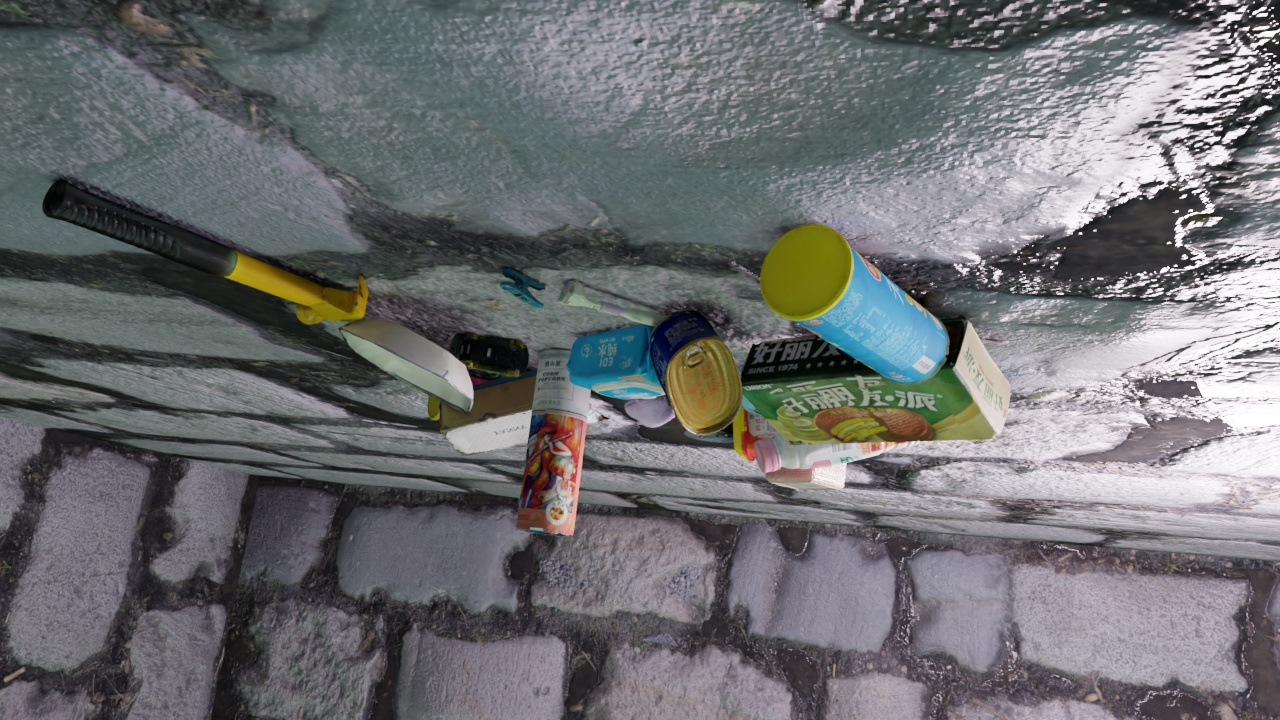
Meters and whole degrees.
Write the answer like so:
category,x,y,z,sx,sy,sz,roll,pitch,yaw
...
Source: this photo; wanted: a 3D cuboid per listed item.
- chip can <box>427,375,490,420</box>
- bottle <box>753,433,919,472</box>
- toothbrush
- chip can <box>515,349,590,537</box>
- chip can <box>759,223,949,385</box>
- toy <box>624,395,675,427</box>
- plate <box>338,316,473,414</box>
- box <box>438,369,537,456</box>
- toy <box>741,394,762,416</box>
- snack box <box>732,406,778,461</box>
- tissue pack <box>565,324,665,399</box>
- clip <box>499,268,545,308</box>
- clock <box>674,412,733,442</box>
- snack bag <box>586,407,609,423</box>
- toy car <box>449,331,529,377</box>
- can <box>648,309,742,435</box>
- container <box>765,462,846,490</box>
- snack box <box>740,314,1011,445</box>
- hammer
category,x,y,z,sx,sy,sz,roll,pitch,yaw
chip can,-0.189,0.067,1.299,0.210,0.071,0.072,14,164,-30
bottle,0.235,0.091,1.096,0.197,0.068,0.068,-14,167,-5
toothbrush,0.007,-0.043,0.886,0.189,0.020,0.029,14,132,-33
chip can,-0.100,0.099,1.088,0.071,0.214,0.071,6,166,1
chip can,0.176,-0.038,0.727,0.071,0.071,0.210,-4,163,36
toy,0.018,0.067,1.278,0.084,0.039,0.108,-16,156,15
plate,-0.257,0.003,1.049,0.162,0.034,0.266,29,167,-6
box,-0.164,0.066,1.190,0.184,0.061,0.090,-14,147,3
toy,0.180,0.036,1.063,0.156,0.049,0.162,10,158,-14
snack box,0.160,0.078,1.161,0.080,0.091,0.082,-5,164,15
tissue pack,-0.006,0.006,0.991,0.140,0.063,0.090,-8,160,44
clip,-0.107,-0.066,0.837,0.014,0.042,0.056,-7,160,35
clock,0.095,0.076,1.245,0.082,0.055,0.121,-4,162,36
snack bag,-0.102,0.081,1.410,0.104,0.026,0.048,12,177,-20
toy car,-0.175,-0.006,1.062,0.091,0.043,0.036,10,164,-7
can,0.056,0.013,0.911,0.074,0.049,0.148,-27,140,-3
container,0.221,0.112,1.217,0.090,0.110,0.090,19,162,-42
snack box,0.224,0.026,0.906,0.241,0.063,0.114,-6,139,43
hammer,-0.377,-0.090,0.837,0.129,0.032,0.300,-4,163,35
